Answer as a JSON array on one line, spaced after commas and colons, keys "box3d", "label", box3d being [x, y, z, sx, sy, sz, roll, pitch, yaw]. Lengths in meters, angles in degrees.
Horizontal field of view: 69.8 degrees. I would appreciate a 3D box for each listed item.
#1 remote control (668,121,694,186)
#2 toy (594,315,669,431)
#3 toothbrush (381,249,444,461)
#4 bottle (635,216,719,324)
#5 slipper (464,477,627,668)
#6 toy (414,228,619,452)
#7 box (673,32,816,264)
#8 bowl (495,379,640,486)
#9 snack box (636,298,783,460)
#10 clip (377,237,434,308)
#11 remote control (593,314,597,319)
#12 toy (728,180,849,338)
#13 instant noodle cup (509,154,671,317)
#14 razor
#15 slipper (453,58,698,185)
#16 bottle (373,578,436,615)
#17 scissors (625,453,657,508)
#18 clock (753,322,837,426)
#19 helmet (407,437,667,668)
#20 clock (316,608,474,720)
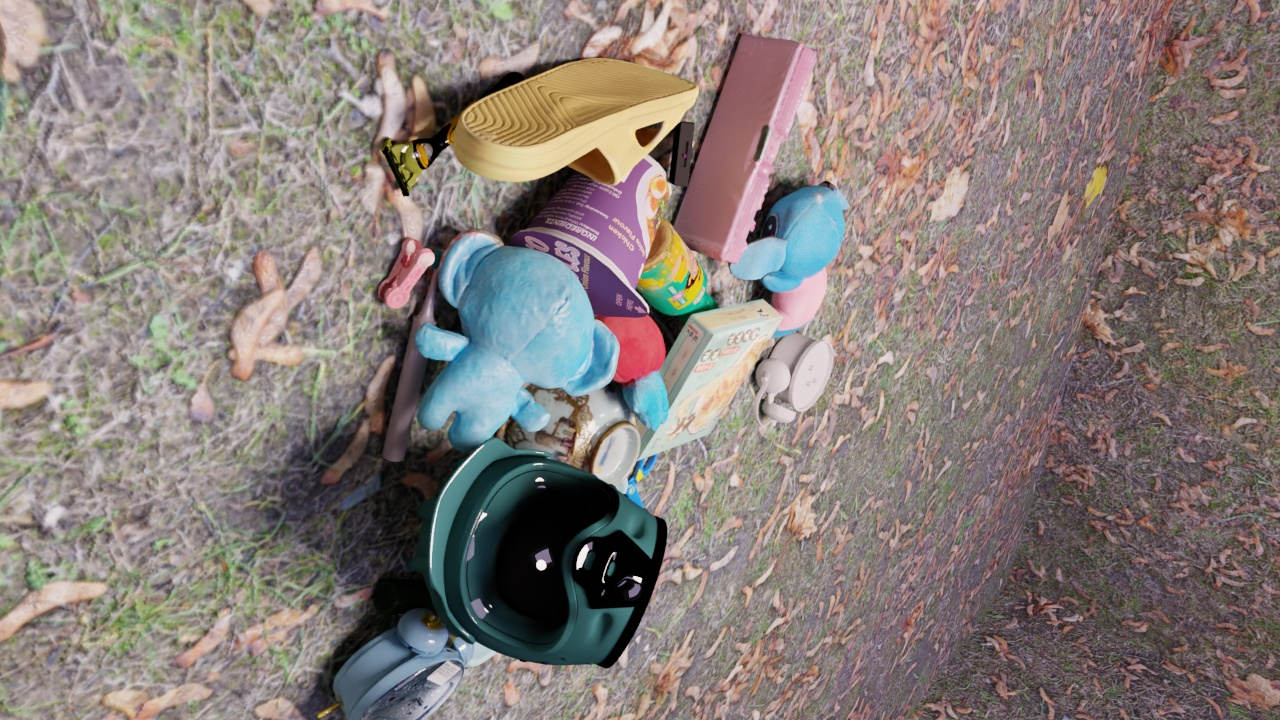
[{"box3d": [0.039, -0.196, 0.875, 0.133, 0.013, 0.058, -93, -171, -77], "label": "remote control"}, {"box3d": [-0.005, 0.005, 0.914, 0.092, 0.062, 0.133, -25, 98, -56], "label": "toy"}, {"box3d": [-0.189, -0.003, 0.773, 0.019, 0.018, 0.188, -2, 113, -53], "label": "toothbrush"}, {"box3d": [0.036, -0.083, 0.973, 0.068, 0.068, 0.209, -60, 152, -6], "label": "bottle"}, {"box3d": [-0.089, 0.228, 0.991, 0.275, 0.069, 0.116, -50, 161, -18], "label": "slipper"}, {"box3d": [-0.117, -0.009, 0.780, 0.183, 0.115, 0.180, 39, 86, -27], "label": "toy"}, {"box3d": [0.127, -0.217, 0.988, 0.115, 0.107, 0.233, 10, 102, -45], "label": "box"}, {"box3d": [-0.058, 0.080, 0.932, 0.159, 0.094, 0.160, -30, 133, -39], "label": "bowl"}, {"box3d": [0.068, 0.021, 1.059, 0.141, 0.044, 0.194, -15, 142, -49], "label": "snack box"}, {"box3d": [-0.189, -0.073, 0.731, 0.060, 0.045, 0.023, -38, 148, 20], "label": "clip"}, {"box3d": [-0.032, -0.058, 0.941, 0.050, 0.022, 0.133, -54, 144, -15], "label": "remote control"}, {"box3d": [0.186, -0.118, 1.125, 0.223, 0.099, 0.192, -42, 146, -42], "label": "toy"}, {"box3d": [-0.028, -0.121, 0.826, 0.121, 0.137, 0.122, -62, 174, -21], "label": "instant noodle cup"}, {"box3d": [-0.141, -0.186, 0.719, 0.143, 0.021, 0.044, -47, 142, -27], "label": "razor"}, {"box3d": [-0.052, -0.189, 0.758, 0.262, 0.099, 0.079, -38, 152, -46], "label": "slipper"}, {"box3d": [-0.203, 0.229, 0.891, 0.122, 0.033, 0.033, 22, 93, -56], "label": "bottle"}, {"box3d": [-0.017, 0.154, 1.105, 0.123, 0.016, 0.125, 8, 105, -50], "label": "scissors"}, {"box3d": [0.211, 0.028, 1.282, 0.158, 0.061, 0.120, -47, 142, -25], "label": "clock"}, {"box3d": [-0.097, 0.161, 0.781, 0.275, 0.200, 0.176, 118, -7, -72], "label": "helmet"}, {"box3d": [-0.214, 0.290, 0.860, 0.162, 0.060, 0.118, -40, 153, -11], "label": "clock"}]
